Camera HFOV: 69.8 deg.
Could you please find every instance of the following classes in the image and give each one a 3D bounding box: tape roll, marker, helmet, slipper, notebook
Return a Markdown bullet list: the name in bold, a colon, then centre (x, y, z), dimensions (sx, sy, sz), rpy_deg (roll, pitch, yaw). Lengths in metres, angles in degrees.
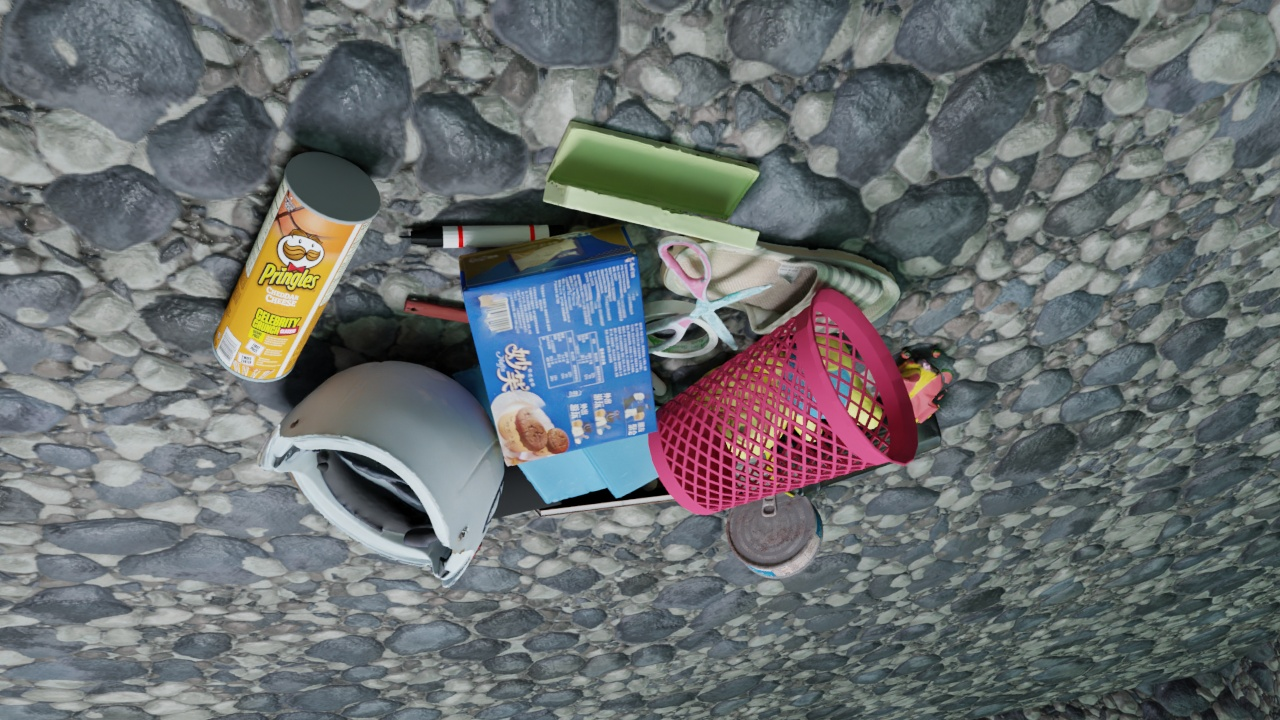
- **tape roll**: centre (0.036, -0.032, 0.962), dimensions (0.094, 0.018, 0.094), rpy_deg (6, 153, 3)
- **marker**: centre (-0.141, -0.112, 0.824), dimensions (0.145, 0.019, 0.019), rpy_deg (-3, 142, -14)
- **marker**: centre (-0.006, 0.006, 1.025), dimensions (0.020, 0.017, 0.133), rpy_deg (-9, 148, 27)
- **helmet**: centre (-0.244, 0.100, 0.943), dimensions (0.236, 0.163, 0.265), rpy_deg (33, 147, -2)
- **slipper**: centre (0.148, -0.073, 0.942), dimensions (0.272, 0.054, 0.115), rpy_deg (9, 145, -23)
- **notebook**: centre (-0.031, 0.181, 1.193), dimensions (0.209, 0.008, 0.141), rpy_deg (-5, 176, -11)

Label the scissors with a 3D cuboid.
- **scissors**: centre (0.044, -0.055, 0.895), dimensions (0.173, 0.013, 0.170), rpy_deg (-21, 137, 23)

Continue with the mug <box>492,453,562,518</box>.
- **mug**: centre (-0.149, 0.129, 1.104), dimensions (0.088, 0.078, 0.114), rpy_deg (-12, 117, -2)

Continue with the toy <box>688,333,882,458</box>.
- **toy**: centre (0.153, 0.044, 1.066), dimensions (0.214, 0.083, 0.149), rpy_deg (-24, 121, 19)

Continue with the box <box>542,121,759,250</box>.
- **box**: centre (0.011, -0.142, 0.807), dimensions (0.187, 0.090, 0.078), rpy_deg (6, 170, -26)

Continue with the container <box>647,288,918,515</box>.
- **container**: centre (0.132, 0.060, 0.932), dimensions (0.226, 0.183, 0.183), rpy_deg (-30, 141, 32)

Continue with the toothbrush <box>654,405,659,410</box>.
- **toothbrush**: centre (0.077, 0.074, 1.143), dimensions (0.180, 0.016, 0.016), rpy_deg (12, 138, -29)

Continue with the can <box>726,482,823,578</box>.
- **can**: centre (0.190, 0.239, 1.298), dimensions (0.130, 0.129, 0.044), rpy_deg (-24, 142, 14)

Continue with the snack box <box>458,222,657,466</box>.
- **snack box**: centre (-0.073, -0.012, 0.859), dimensions (0.155, 0.069, 0.203), rpy_deg (-13, 127, -7)

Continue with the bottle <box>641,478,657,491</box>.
- **bottle**: centre (-0.026, 0.114, 1.131), dimensions (0.052, 0.052, 0.195), rpy_deg (-23, 143, 12)

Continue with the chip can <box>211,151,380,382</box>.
- **chip can**: centre (-0.297, -0.073, 0.780), dimensions (0.075, 0.075, 0.216), rpy_deg (14, 136, -32)

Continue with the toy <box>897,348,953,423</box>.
- **toy**: centre (0.336, 0.037, 1.125), dimensions (0.084, 0.046, 0.104), rpy_deg (-5, 119, -15)

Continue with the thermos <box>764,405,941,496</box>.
- **thermos**: centre (0.272, 0.111, 1.191), dimensions (0.220, 0.098, 0.098), rpy_deg (-16, 144, -5)

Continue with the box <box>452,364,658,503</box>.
- **box**: centre (-0.073, 0.069, 0.991), dimensions (0.177, 0.047, 0.232), rpy_deg (-23, 128, 9)

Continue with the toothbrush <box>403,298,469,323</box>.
- **toothbrush**: centre (-0.142, -0.042, 0.922), dimensions (0.189, 0.016, 0.016), rpy_deg (9, 136, -26)
